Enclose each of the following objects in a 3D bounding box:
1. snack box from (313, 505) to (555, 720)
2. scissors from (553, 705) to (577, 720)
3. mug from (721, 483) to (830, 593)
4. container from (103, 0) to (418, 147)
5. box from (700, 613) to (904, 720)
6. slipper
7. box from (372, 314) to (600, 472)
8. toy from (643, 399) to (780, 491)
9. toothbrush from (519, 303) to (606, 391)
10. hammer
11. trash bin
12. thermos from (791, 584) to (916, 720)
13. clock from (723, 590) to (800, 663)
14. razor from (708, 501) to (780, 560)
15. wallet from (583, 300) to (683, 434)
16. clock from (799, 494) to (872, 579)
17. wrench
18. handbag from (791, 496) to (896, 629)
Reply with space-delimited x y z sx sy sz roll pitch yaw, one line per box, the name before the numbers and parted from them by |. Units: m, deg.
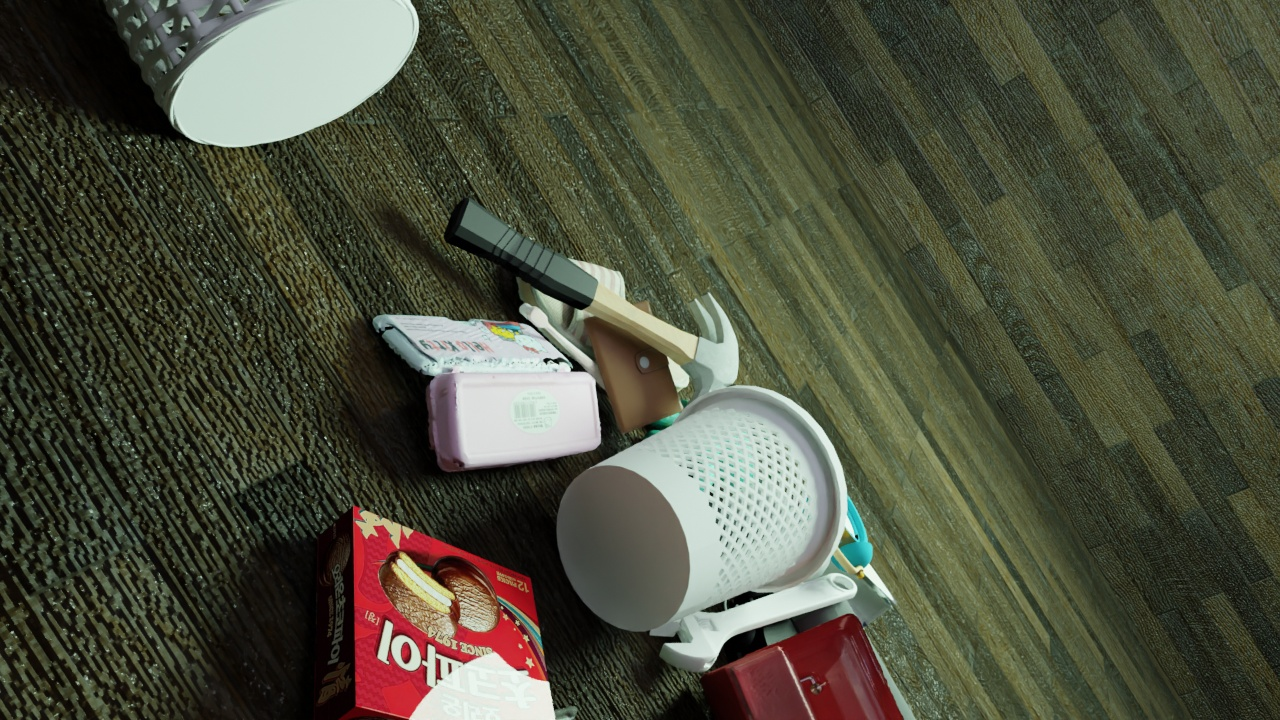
snack box | -0.126 0.178 0.571 0.152 0.036 0.132 34 25 -39
scissors | -0.105 0.247 0.584 0.179 0.015 0.184 51 27 -15
mug | 0.145 0.201 0.970 0.090 0.091 0.121 32 38 -41
container | -0.282 -0.280 0.642 0.187 0.190 0.188 60 27 2
box | 0.143 0.308 0.757 0.156 0.156 0.170 65 3 17
slipper | -0.024 -0.040 0.978 0.262 0.052 0.115 28 41 -45
box | -0.112 0.017 0.760 0.201 0.067 0.153 0 62 -60
toy | 0.077 0.092 1.001 0.193 0.073 0.130 21 44 -37
toothbrush | -0.062 -0.005 0.887 0.018 0.015 0.181 29 -11 39
hammer | -0.037 -0.056 0.885 0.328 0.039 0.131 29 59 -27
trash bin | 0.044 0.133 0.788 0.199 0.196 0.195 -12 72 -52
thermos | 0.233 0.362 0.959 0.240 0.082 0.082 60 27 4
clock | 0.118 0.274 0.900 0.120 0.043 0.091 56 27 -5
razor | 0.106 0.176 0.907 0.047 0.143 0.052 28 79 -45
wallet | -0.005 0.005 0.924 0.087 0.013 0.121 -19 91 -39
clock | 0.203 0.167 0.953 0.099 0.044 0.129 54 20 -8
wrench | 0.117 0.237 0.865 0.272 0.018 0.066 -3 29 -42
handbag | 0.211 0.228 1.100 0.151 0.074 0.176 44 11 -29
